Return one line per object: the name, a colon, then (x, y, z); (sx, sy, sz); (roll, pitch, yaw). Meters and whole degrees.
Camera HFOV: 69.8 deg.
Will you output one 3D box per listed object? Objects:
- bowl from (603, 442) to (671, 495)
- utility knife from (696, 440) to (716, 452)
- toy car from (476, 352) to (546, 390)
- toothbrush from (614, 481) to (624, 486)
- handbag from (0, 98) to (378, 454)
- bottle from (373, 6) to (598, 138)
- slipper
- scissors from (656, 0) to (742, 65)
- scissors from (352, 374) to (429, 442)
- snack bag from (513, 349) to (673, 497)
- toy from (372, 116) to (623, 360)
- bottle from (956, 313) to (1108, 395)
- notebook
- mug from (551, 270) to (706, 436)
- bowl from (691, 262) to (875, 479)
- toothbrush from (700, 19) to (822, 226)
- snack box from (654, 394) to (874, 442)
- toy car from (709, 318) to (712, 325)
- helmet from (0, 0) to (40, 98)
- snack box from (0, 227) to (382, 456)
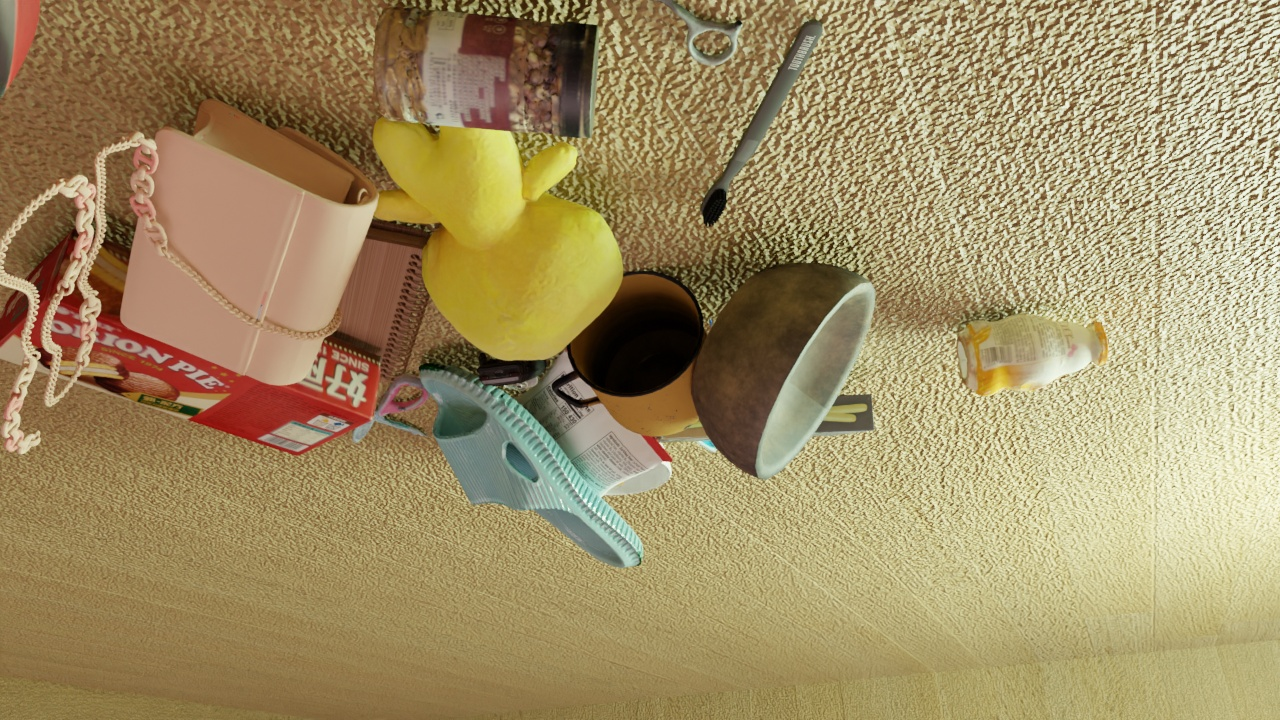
bowl: (-0.027, 0.092, 0.923); (0.114, 0.050, 0.115); (-1, 152, -1)
utility knife: (0.040, 0.060, 0.904); (0.022, 0.015, 0.148); (6, 160, 37)
toy car: (-0.103, 0.008, 0.747); (0.040, 0.037, 0.092); (-7, -176, 7)
toothbrush: (-0.007, 0.048, 0.817); (0.015, 0.015, 0.185); (5, 129, -12)
handbag: (-0.245, -0.022, 0.513); (0.116, 0.186, 0.199); (28, 126, -11)
bottle: (-0.075, -0.144, 0.461); (0.105, 0.056, 0.056); (5, 152, -2)
slipper: (-0.102, 0.109, 0.816); (0.276, 0.069, 0.116); (49, 149, -23)
scissors: (0.008, -0.186, 0.440); (0.159, 0.014, 0.121); (18, 148, -37)
scissors: (-0.268, 0.044, 0.865); (0.174, 0.013, 0.171); (12, 153, -26)
snack bag: (-0.054, 0.064, 0.823); (0.131, 0.039, 0.144); (50, 139, -2)
toy: (-0.088, -0.074, 0.573); (0.134, 0.092, 0.208); (-9, 131, 18)
bottle: (0.315, -0.007, 0.741); (0.109, 0.063, 0.063); (-7, 152, 9)
notebook: (-0.248, -0.045, 0.684); (0.169, 0.022, 0.211); (10, 150, -18)
mug: (-0.005, 0.004, 0.698); (0.124, 0.100, 0.094); (-26, 151, 2)
bowl: (0.099, 0.000, 0.666); (0.070, 0.162, 0.162); (31, 162, 24)
toothbrush: (0.067, -0.135, 0.543); (0.013, 0.013, 0.168); (7, 149, -15)
snack box: (0.102, 0.053, 0.827); (0.186, 0.031, 0.101); (-2, 173, -8)
toy car: (0.071, -0.003, 0.785); (0.091, 0.033, 0.062); (7, 112, -54)
helmet: (-0.328, -0.167, 0.298); (0.272, 0.166, 0.217); (-10, 151, 16)
snack box: (-0.324, -0.003, 0.677); (0.113, 0.060, 0.236); (-23, 144, 37)
